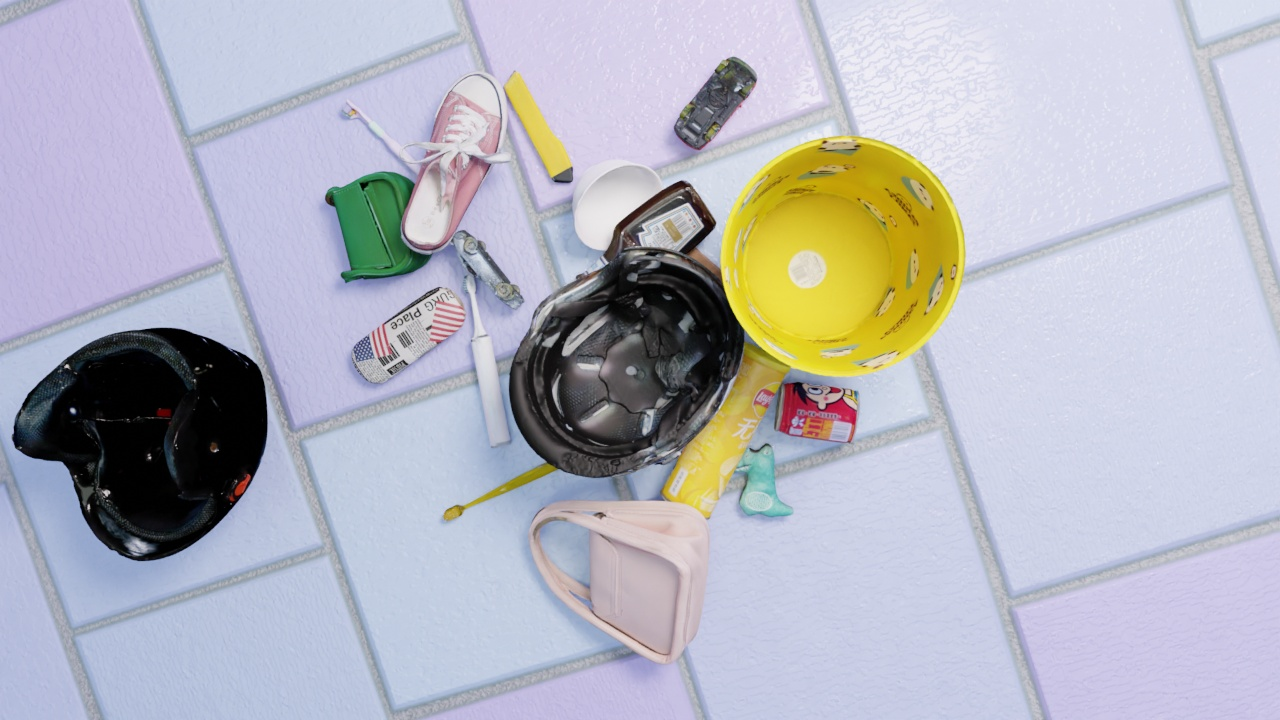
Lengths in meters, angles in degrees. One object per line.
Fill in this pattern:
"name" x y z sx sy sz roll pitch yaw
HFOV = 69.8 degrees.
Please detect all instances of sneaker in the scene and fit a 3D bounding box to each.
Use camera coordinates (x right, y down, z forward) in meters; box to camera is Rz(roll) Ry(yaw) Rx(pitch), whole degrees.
"sneaker" -0.217 -0.242 1.086 0.118 0.088 0.240 23 77 -14

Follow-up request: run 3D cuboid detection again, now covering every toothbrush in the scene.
"toothbrush" -0.302 -0.258 1.155 0.189 0.029 0.021 43 59 0
"toothbrush" -0.197 0.001 1.160 0.026 0.026 0.221 -7 95 45
"toothbrush" -0.169 0.162 1.174 0.190 0.016 0.015 -26 92 7

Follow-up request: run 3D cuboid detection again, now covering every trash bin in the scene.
"trash bin" 0.204 -0.108 0.997 0.230 0.255 0.229 0 95 6

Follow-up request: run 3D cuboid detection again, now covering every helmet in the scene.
"helmet" -0.006 0.006 1.055 0.274 0.156 0.230 -45 79 6
"helmet" -0.570 0.092 1.105 0.234 0.229 0.275 11 105 14

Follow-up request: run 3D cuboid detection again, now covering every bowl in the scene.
"bowl" -0.038 -0.199 1.103 0.118 0.118 0.064 -42 51 7

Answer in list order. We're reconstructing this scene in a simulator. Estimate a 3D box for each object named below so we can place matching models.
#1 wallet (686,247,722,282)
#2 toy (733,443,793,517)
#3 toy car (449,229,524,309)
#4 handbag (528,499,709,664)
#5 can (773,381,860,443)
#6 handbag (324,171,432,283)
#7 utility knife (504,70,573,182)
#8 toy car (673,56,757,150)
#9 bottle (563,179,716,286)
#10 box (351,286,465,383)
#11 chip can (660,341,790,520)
"wallet" 0.034 -0.094 1.135 0.101 0.020 0.115 41 94 0
"toy" 0.141 0.148 1.138 0.096 0.030 0.092 -1 89 13
"toy car" -0.191 -0.111 1.137 0.037 0.054 0.120 -41 91 4
"handbag" -0.035 0.249 1.116 0.234 0.093 0.194 14 124 19
"can" 0.211 0.062 1.104 0.094 0.066 0.066 7 95 5
"handbag" -0.328 -0.167 1.145 0.120 0.068 0.131 -10 94 13
"utility knife" -0.125 -0.287 1.137 0.033 0.015 0.156 -28 90 1
"toy car" 0.089 -0.307 1.099 0.053 0.045 0.120 40 91 -1
"bottle" -0.005 -0.132 1.097 0.195 0.044 0.080 -37 115 3
"box" -0.292 -0.032 1.163 0.164 0.052 0.069 -32 78 9
"chip can" 0.100 0.084 1.100 0.072 0.072 0.213 27 100 3
